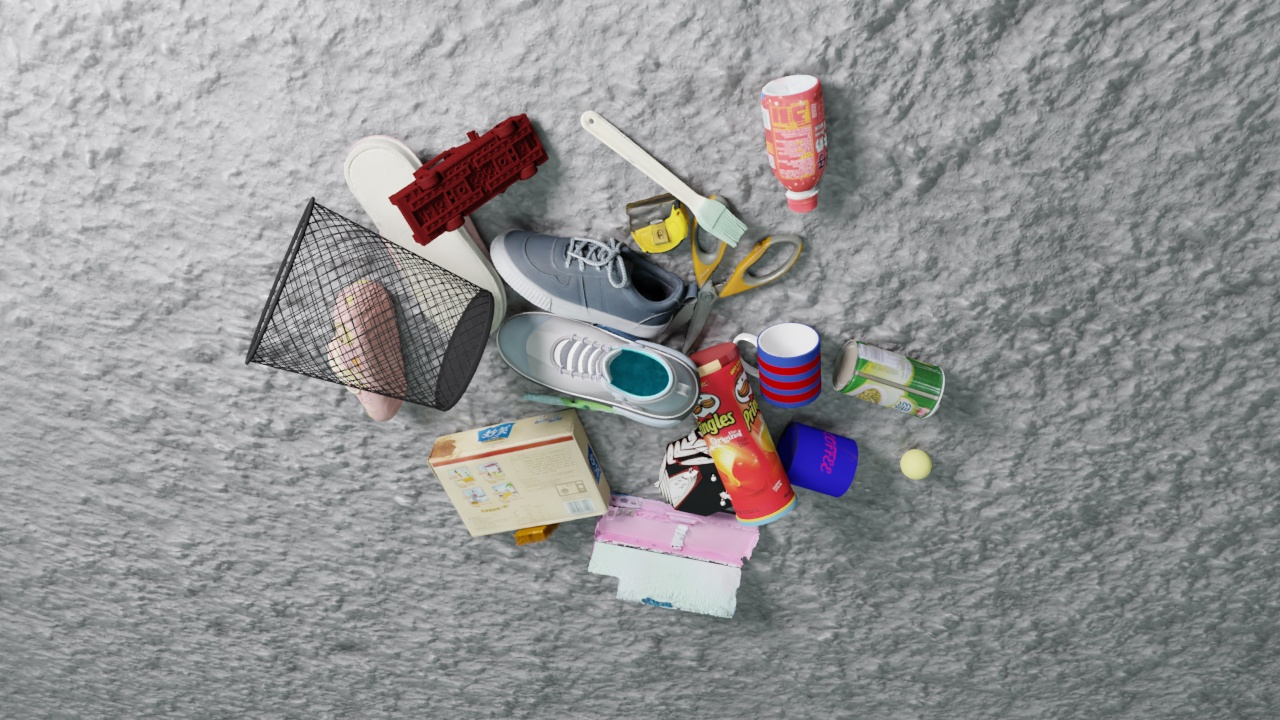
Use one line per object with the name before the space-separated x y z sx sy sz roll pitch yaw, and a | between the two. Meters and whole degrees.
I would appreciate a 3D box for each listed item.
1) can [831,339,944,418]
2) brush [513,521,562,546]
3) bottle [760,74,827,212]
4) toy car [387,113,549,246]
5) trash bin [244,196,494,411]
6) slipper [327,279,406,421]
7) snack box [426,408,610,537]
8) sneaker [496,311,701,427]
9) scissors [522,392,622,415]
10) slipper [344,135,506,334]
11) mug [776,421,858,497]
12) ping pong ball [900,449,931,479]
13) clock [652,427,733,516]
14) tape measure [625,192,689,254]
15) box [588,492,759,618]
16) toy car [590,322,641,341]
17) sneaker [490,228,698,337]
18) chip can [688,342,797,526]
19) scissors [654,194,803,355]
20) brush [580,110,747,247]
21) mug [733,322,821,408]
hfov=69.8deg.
can | 0.303 0.023 1.122 0.121 0.067 0.067 17 125 -8
brush | -0.150 0.243 1.283 0.048 0.126 0.017 -12 94 12
bottle | 0.164 -0.221 0.956 0.062 0.061 0.138 -7 126 9
toy car | -0.183 -0.192 0.967 0.169 0.062 0.070 -40 122 -21
trash bin | -0.282 -0.046 0.981 0.210 0.183 0.185 22 125 -24
slipper | -0.347 -0.008 1.133 0.081 0.093 0.198 6 128 12
snack box | -0.163 0.157 1.259 0.207 0.055 0.153 -12 125 13
sneaker | -0.061 -0.002 1.023 0.257 0.160 0.093 18 86 12
scissors | -0.075 0.054 1.148 0.172 0.021 0.172 3 179 42
slipper | -0.238 -0.138 1.048 0.114 0.054 0.274 -15 127 14
mug | 0.223 0.136 1.211 0.083 0.079 0.111 17 154 -9
ping pong ball | 0.366 0.138 1.219 0.040 0.040 0.040 2 126 2
clock | 0.093 0.148 1.229 0.114 0.064 0.155 31 123 -18
tape measure | 0.022 -0.151 1.030 0.066 0.037 0.064 -11 124 11
box | 0.044 0.277 1.332 0.230 0.061 0.161 11 106 -5
toy car | -0.007 0.007 1.138 0.153 0.054 0.056 38 120 -22
sneaker | -0.051 -0.100 1.039 0.235 0.089 0.088 19 139 -17
chip can | 0.118 0.091 1.130 0.087 0.086 0.213 -20 102 17
scissors | 0.079 -0.097 1.080 0.175 0.016 0.226 39 119 -22
brush | 0.025 -0.198 0.992 0.217 0.033 0.012 36 163 -12
mug | 0.165 0.002 1.121 0.112 0.074 0.076 12 131 28
